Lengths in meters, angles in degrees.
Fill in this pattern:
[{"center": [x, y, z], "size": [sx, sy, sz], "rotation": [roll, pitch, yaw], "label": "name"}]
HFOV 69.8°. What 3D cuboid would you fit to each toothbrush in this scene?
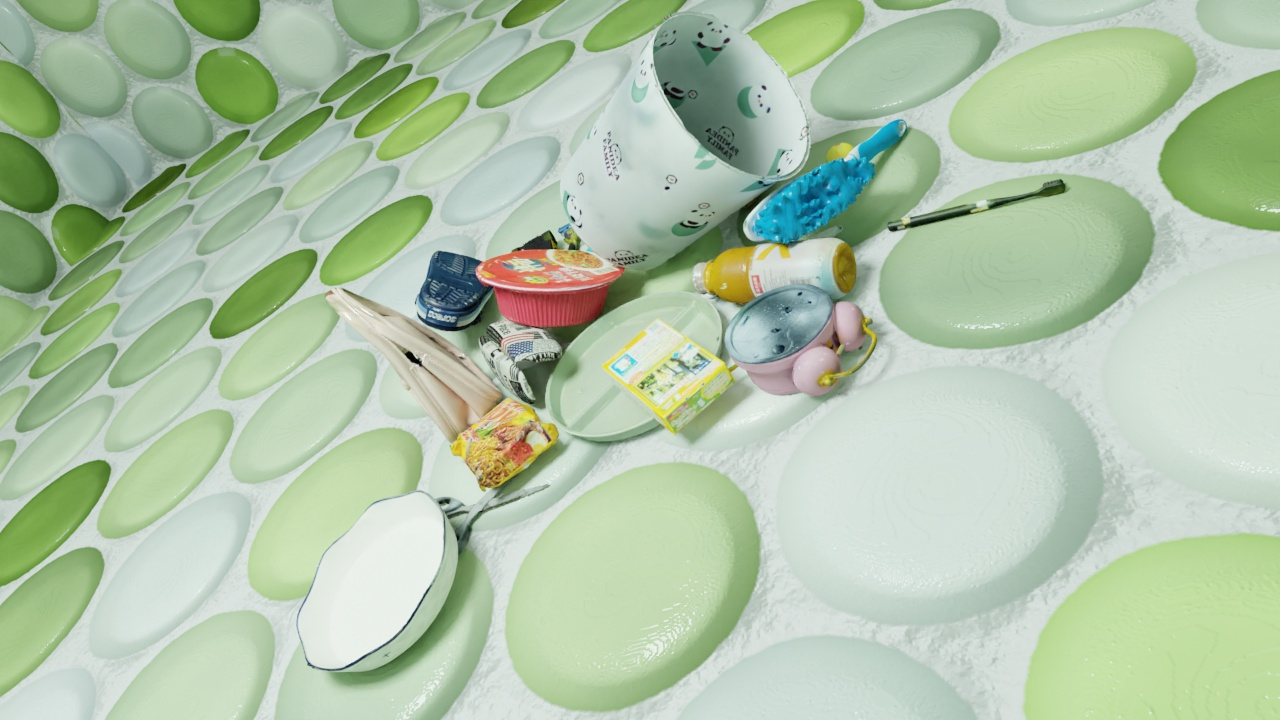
[{"center": [0.158, -0.121, 1.100], "size": [0.180, 0.016, 0.016], "rotation": [-26, 37, 11], "label": "toothbrush"}, {"center": [0.362, -0.168, 0.999], "size": [0.186, 0.012, 0.017], "rotation": [-11, 35, 29], "label": "toothbrush"}]

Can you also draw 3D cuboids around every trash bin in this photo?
[{"center": [0.040, -0.250, 1.125], "size": [0.253, 0.229, 0.228], "rotation": [-38, 22, 48], "label": "trash bin"}]

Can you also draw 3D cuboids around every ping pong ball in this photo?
[{"center": [0.255, -0.255, 1.163], "size": [0.040, 0.040, 0.040], "rotation": [-21, 36, 17], "label": "ping pong ball"}]

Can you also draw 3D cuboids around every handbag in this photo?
[{"center": [-0.293, -0.012, 1.138], "size": [0.093, 0.234, 0.193], "rotation": [-47, 34, -6], "label": "handbag"}]

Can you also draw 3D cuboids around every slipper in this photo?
[{"center": [-0.273, -0.089, 1.348], "size": [0.252, 0.105, 0.095], "rotation": [-102, 30, -67], "label": "slipper"}]

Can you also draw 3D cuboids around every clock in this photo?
[{"center": [0.165, -0.018, 0.934], "size": [0.159, 0.060, 0.117], "rotation": [8, 51, 46], "label": "clock"}]

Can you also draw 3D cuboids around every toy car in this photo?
[{"center": [-0.151, -0.139, 1.347], "size": [0.071, 0.041, 0.155], "rotation": [-28, 34, 8], "label": "toy car"}]

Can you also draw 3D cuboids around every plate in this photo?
[{"center": [-0.275, 0.237, 0.976], "size": [0.205, 0.045, 0.204], "rotation": [-25, 40, 23], "label": "plate"}, {"center": [-0.006, 0.006, 1.070], "size": [0.230, 0.027, 0.229], "rotation": [-21, 36, 16], "label": "plate"}]

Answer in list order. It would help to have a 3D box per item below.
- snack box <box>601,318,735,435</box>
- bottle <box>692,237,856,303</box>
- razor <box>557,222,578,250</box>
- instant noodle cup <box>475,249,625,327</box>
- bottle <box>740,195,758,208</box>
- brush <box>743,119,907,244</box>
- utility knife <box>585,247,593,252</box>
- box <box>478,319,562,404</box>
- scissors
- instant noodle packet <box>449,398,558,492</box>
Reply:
[{"center": [0.027, 0.014, 0.983], "size": [0.087, 0.034, 0.140], "rotation": [-41, 35, -9], "label": "snack box"}, {"center": [0.146, -0.098, 1.036], "size": [0.190, 0.068, 0.067], "rotation": [0, 46, 38], "label": "bottle"}, {"center": [-0.101, -0.166, 1.356], "size": [0.043, 0.022, 0.142], "rotation": [-28, 32, 17], "label": "razor"}, {"center": [-0.115, -0.092, 1.194], "size": [0.194, 0.066, 0.193], "rotation": [0, 21, 0], "label": "instant noodle cup"}, {"center": [0.165, -0.284, 1.255], "size": [0.058, 0.057, 0.174], "rotation": [3, 49, 41], "label": "bottle"}, {"center": [0.239, -0.221, 1.074], "size": [0.313, 0.060, 0.110], "rotation": [-34, 13, -21], "label": "brush"}, {"center": [-0.071, -0.153, 1.324], "size": [0.029, 0.013, 0.221], "rotation": [-2, 48, 40], "label": "utility knife"}, {"center": [-0.150, -0.010, 1.159], "size": [0.087, 0.076, 0.162], "rotation": [-36, 27, -10], "label": "box"}, {"center": [-0.185, 0.166, 1.036], "size": [0.160, 0.014, 0.180], "rotation": [6, 48, 39], "label": "scissors"}, {"center": [-0.161, 0.092, 1.066], "size": [0.110, 0.044, 0.128], "rotation": [-36, 25, -13], "label": "instant noodle packet"}]
